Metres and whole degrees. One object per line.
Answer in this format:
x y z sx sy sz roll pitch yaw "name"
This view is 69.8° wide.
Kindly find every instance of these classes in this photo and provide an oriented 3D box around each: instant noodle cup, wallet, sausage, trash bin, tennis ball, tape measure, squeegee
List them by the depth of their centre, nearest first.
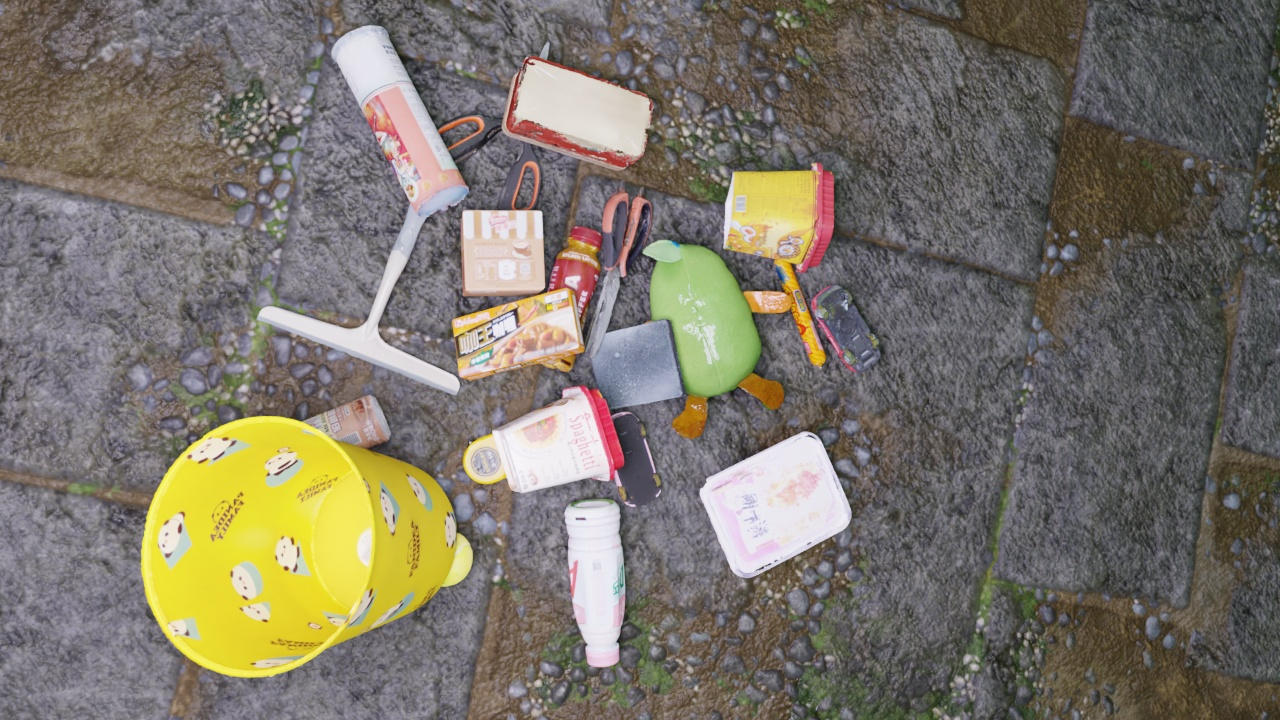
-0.321 0.184 0.938 0.230 0.255 0.229 -2 80 10 "trash bin"
-0.230 0.232 1.079 0.065 0.065 0.065 0 88 -13 "tennis ball"
-0.100 0.099 1.081 0.124 0.117 0.116 -19 92 -20 "instant noodle cup"
-0.289 -0.116 1.091 0.246 0.039 0.246 23 83 -11 "squeegee"
-0.186 0.120 1.111 0.057 0.029 0.060 -21 93 -13 "tape measure"
-0.007 0.007 1.125 0.121 0.019 0.097 -12 92 30 "wallet"
0.171 -0.182 1.157 0.123 0.116 0.115 5 67 -1 "instant noodle cup"
0.167 0.182 1.172 0.173 0.060 0.138 -24 94 -11 "instant noodle cup"
0.210 -0.066 1.209 0.021 0.021 0.165 -22 92 -13 "sausage"

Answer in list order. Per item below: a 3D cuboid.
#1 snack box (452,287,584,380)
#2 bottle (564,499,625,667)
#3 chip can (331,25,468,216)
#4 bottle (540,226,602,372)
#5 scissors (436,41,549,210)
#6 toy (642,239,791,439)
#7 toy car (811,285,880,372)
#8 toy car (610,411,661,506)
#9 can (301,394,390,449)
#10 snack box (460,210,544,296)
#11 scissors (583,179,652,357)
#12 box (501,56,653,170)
-0.145 -0.030 1.087 0.154 0.026 0.075 -14 76 13 "snack box"
-0.053 0.271 1.119 0.068 0.068 0.197 -4 92 -13 "bottle"
-0.278 -0.277 1.068 0.071 0.071 0.214 -28 87 -12 "chip can"
-0.088 -0.076 1.124 0.057 0.057 0.175 17 85 -12 "bottle"
-0.152 -0.281 1.139 0.220 0.022 0.224 -15 93 -18 "scissors"
0.081 -0.036 1.146 0.227 0.090 0.246 -17 88 1 "toy"
0.267 -0.041 1.209 0.053 0.045 0.120 -33 101 -14 "toy car"
-0.014 0.123 1.147 0.056 0.037 0.122 -20 105 -12 "toy car"
-0.353 0.087 1.060 0.116 0.058 0.058 -23 93 -12 "can"
-0.166 -0.127 1.099 0.092 0.077 0.094 -2 89 -13 "snack box"
-0.038 -0.114 1.121 0.205 0.015 0.195 -47 136 -40 "scissors"
-0.074 -0.298 1.113 0.168 0.079 0.091 14 82 -19 "box"
